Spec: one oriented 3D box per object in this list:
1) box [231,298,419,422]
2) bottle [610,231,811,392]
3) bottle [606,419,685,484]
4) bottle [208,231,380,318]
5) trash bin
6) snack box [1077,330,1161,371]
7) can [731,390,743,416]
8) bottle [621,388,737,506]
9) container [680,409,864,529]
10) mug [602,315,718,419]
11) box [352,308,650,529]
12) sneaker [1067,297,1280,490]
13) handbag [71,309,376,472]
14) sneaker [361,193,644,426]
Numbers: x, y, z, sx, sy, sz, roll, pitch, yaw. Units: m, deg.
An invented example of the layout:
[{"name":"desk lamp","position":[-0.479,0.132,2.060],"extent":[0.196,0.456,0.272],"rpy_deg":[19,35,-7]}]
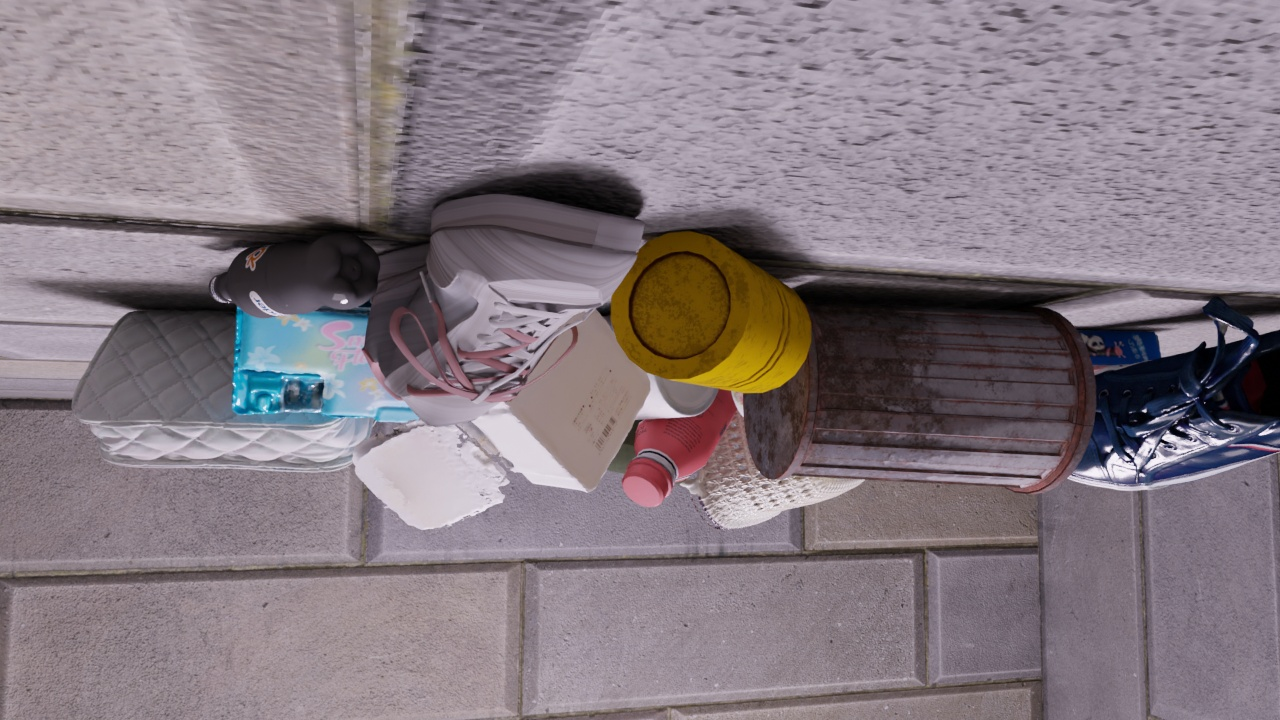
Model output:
[{"name":"box","position":[-0.145,-0.002,0.607],"extent":[0.226,0.094,0.039],"rpy_deg":[3,-142,-24]},{"name":"bottle","position":[0.049,-0.019,0.496],"extent":[0.071,0.071,0.163],"rpy_deg":[-2,175,23]},{"name":"bottle","position":[-0.055,0.057,0.820],"extent":[0.207,0.071,0.071],"rpy_deg":[11,176,7]},{"name":"bottle","position":[-0.175,-0.040,0.453],"extent":[0.110,0.036,0.036],"rpy_deg":[-3,174,34]},{"name":"trash bin","position":[0.190,0.023,0.625],"extent":[0.211,0.130,0.131],"rpy_deg":[3,175,-12]},{"name":"snack box","position":[0.358,0.001,0.807],"extent":[0.154,0.033,0.088],"rpy_deg":[0,164,-5]},{"name":"can","position":[0.112,0.011,0.736],"extent":[0.043,0.086,0.086],"rpy_deg":[-4,173,42]},{"name":"bottle","position":[0.038,0.047,0.740],"extent":[0.062,0.062,0.176],"rpy_deg":[-3,-146,34]},{"name":"container","position":[0.137,0.069,0.933],"extent":[0.143,0.184,0.251],"rpy_deg":[-15,170,27]},{"name":"mug","position":[-0.004,0.004,0.690],"extent":[0.106,0.082,0.082],"rpy_deg":[-6,172,42]},{"name":"box","position":[-0.083,0.041,0.562],"extent":[0.111,0.189,0.101],"rpy_deg":[53,164,-31]},{"name":"sneaker","position":[0.399,0.030,0.667],"extent":[0.127,0.120,0.295],"rpy_deg":[-6,167,-34]},{"name":"handbag","position":[-0.291,0.019,0.674],"extent":[0.195,0.138,0.073],"rpy_deg":[2,133,-4]},{"name":"sneaker","position":[-0.074,-0.014,0.436],"extent":[0.099,0.089,0.237],"rpy_deg":[3,174,-29]}]
